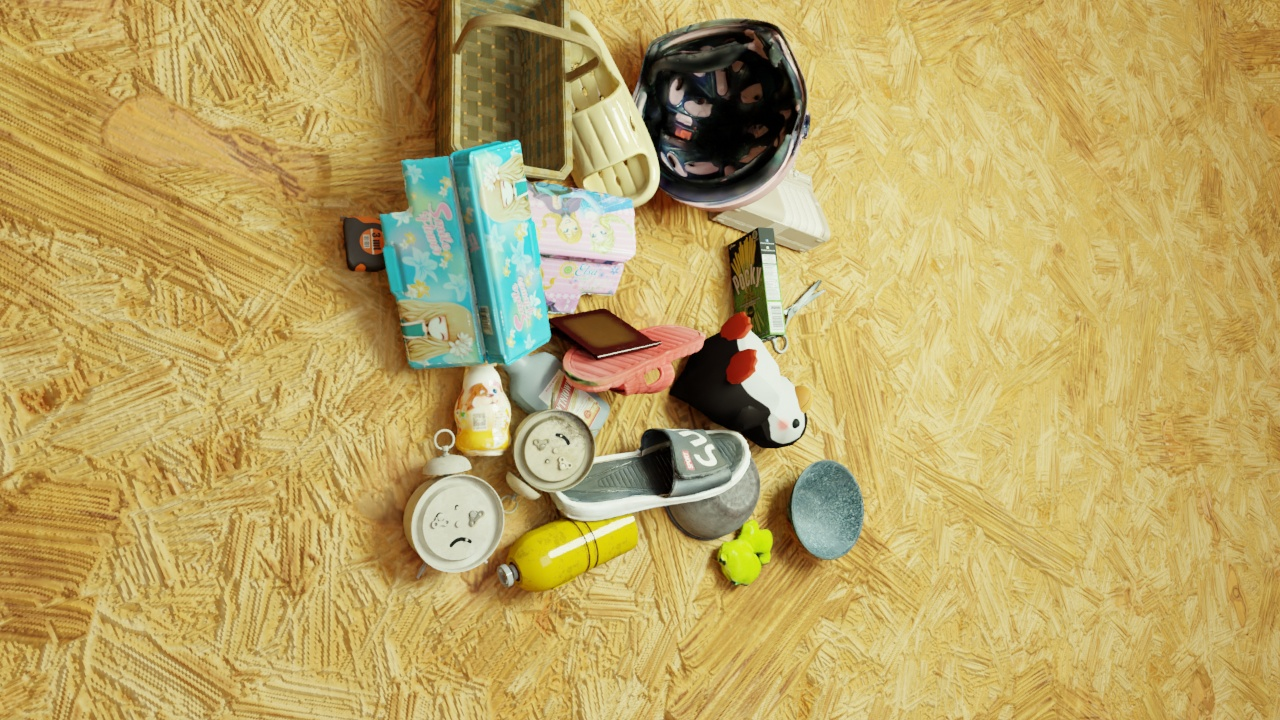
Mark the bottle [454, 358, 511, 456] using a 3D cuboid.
[{"bbox_3d":[-0.177,0.053,1.029,0.063,0.063,0.109,2,85,-33],"label":"bottle"}]

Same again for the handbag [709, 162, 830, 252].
[{"bbox_3d":[0.188,-0.276,1.339,0.175,0.062,0.197,14,67,-31],"label":"handbag"}]

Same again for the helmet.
[{"bbox_3d":[0.105,-0.305,1.202,0.152,0.230,0.255,40,42,-73],"label":"helmet"}]

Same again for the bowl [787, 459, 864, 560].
[{"bbox_3d":[0.245,0.209,1.286,0.137,0.057,0.137,6,80,-33],"label":"bowl"}]

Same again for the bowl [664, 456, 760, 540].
[{"bbox_3d":[0.104,0.162,1.195,0.144,0.067,0.145,6,79,-32],"label":"bowl"}]

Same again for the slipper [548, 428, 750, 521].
[{"bbox_3d":[0.019,0.123,1.101,0.263,0.111,0.063,-12,127,-19],"label":"slipper"}]

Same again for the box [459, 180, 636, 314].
[{"bbox_3d":[-0.114,-0.129,1.075,0.230,0.063,0.160,2,102,-32],"label":"box"}]

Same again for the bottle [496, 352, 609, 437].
[{"bbox_3d":[-0.114,0.033,1.087,0.161,0.046,0.072,43,62,-20],"label":"bottle"}]

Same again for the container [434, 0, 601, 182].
[{"bbox_3d":[-0.144,-0.333,1.040,0.157,0.187,0.249,4,80,-33],"label":"container"}]

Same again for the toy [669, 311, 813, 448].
[{"bbox_3d":[0.144,0.053,1.223,0.184,0.140,0.158,40,30,-32],"label":"toy"}]

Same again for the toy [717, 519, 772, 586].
[{"bbox_3d":[0.141,0.258,1.225,0.094,0.036,0.093,34,60,-31],"label":"toy"}]

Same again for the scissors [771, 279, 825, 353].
[{"bbox_3d":[0.212,-0.078,1.336,0.117,0.014,0.161,34,68,-25],"label":"scissors"}]

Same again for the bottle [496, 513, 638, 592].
[{"bbox_3d":[-0.088,0.219,1.060,0.163,0.071,0.071,-19,93,-34],"label":"bottle"}]

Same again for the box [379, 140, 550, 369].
[{"bbox_3d":[-0.178,-0.106,0.966,0.170,0.085,0.227,-16,111,-25],"label":"box"}]

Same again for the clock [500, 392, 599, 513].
[{"bbox_3d":[-0.114,0.114,1.044,0.093,0.055,0.140,40,81,-17],"label":"clock"}]

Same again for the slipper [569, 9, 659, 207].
[{"bbox_3d":[-0.067,-0.309,1.130,0.261,0.111,0.079,68,18,-1],"label":"slipper"}]

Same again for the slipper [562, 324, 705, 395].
[{"bbox_3d":[-0.007,0.007,1.123,0.248,0.104,0.059,-23,123,-54],"label":"slipper"}]

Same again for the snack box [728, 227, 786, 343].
[{"bbox_3d":[0.159,-0.099,1.259,0.025,0.080,0.147,-1,80,-25],"label":"snack box"}]

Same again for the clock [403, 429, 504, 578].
[{"bbox_3d":[-0.209,0.153,0.998,0.103,0.061,0.157,-6,93,-32],"label":"clock"}]

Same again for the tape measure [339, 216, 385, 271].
[{"bbox_3d":[-0.295,-0.127,1.002,0.058,0.038,0.058,-6,85,-20],"label":"tape measure"}]

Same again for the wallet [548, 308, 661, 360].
[{"bbox_3d":[-0.046,-0.030,1.104,0.091,0.116,0.018,-13,119,-34],"label":"wallet"}]
